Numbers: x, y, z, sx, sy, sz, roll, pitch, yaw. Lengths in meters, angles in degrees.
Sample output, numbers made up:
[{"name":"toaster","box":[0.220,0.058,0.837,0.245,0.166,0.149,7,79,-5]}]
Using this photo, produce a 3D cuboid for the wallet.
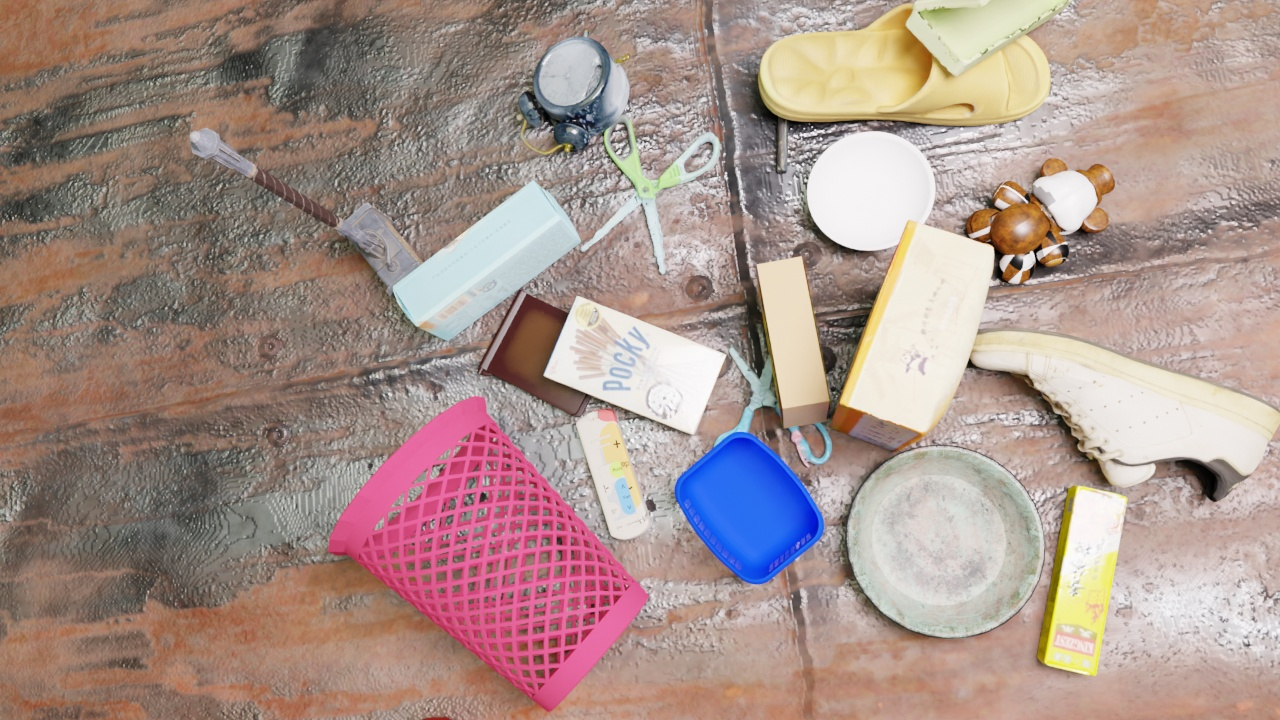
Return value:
[{"name":"wallet","box":[-0.090,-0.006,0.886,0.116,0.018,0.091,26,86,17]}]

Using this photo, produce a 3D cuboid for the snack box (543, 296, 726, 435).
[{"name":"snack box","box":[-0.005,0.005,0.846,0.150,0.026,0.082,21,86,3]}]

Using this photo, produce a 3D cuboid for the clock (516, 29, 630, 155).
[{"name":"clock","box":[-0.068,-0.257,0.901,0.090,0.052,0.129,37,92,24]}]

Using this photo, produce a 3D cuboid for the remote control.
[{"name":"remote control","box":[-0.025,0.105,0.852,0.038,0.018,0.125,-21,75,7]}]

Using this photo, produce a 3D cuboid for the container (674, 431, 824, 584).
[{"name":"container","box":[0.095,0.124,0.795,0.096,0.058,0.114,-41,83,6]}]

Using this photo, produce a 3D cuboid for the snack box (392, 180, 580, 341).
[{"name":"snack box","box":[-0.146,-0.092,0.881,0.175,0.075,0.053,-35,75,4]}]

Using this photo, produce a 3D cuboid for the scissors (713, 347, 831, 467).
[{"name":"scissors","box":[0.106,0.052,0.839,0.126,0.015,0.136,-35,69,3]}]

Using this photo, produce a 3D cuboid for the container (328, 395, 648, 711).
[{"name":"container","box":[-0.118,0.174,0.789,0.226,0.183,0.183,41,90,7]}]

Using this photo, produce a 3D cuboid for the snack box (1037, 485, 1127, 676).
[{"name":"snack box","box":[0.362,0.179,0.753,0.040,0.029,0.148,12,83,14]}]

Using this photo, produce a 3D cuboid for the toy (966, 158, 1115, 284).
[{"name":"toy","box":[0.351,-0.127,0.793,0.112,0.067,0.087,-31,76,-4]}]

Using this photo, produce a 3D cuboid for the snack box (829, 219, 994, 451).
[{"name":"snack box","box":[0.215,-0.008,0.729,0.081,0.195,0.145,21,85,12]}]

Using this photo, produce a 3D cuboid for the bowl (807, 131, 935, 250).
[{"name":"bowl","box":[0.208,-0.147,0.833,0.110,0.040,0.110,-2,80,11]}]

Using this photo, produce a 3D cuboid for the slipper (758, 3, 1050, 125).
[{"name":"slipper","box":[0.239,-0.268,0.819,0.263,0.078,0.099,-3,74,1]}]

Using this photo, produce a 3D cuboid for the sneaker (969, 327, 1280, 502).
[{"name":"sneaker","box":[0.379,0.045,0.749,0.241,0.089,0.102,19,93,10]}]

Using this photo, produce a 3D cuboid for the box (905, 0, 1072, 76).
[{"name":"box","box":[0.309,-0.317,0.789,0.187,0.089,0.078,-36,60,-27]}]

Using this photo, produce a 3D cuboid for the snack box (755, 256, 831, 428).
[{"name":"snack box","box":[0.132,-0.013,0.796,0.040,0.088,0.125,-10,74,7]}]

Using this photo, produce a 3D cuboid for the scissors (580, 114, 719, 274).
[{"name":"scissors","box":[0.010,-0.166,0.891,0.168,0.023,0.171,-15,80,3]}]

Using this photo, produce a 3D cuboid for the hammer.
[{"name":"hammer","box":[-0.275,-0.127,0.785,0.044,0.322,0.098,-42,75,2]}]

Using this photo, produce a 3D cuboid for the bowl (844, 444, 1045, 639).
[{"name":"bowl","box":[0.254,0.151,0.775,0.157,0.038,0.157,-2,80,11]}]

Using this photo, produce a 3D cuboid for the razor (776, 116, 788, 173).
[{"name":"razor","box":[0.136,-0.231,0.874,0.042,0.026,0.106,1,85,10]}]

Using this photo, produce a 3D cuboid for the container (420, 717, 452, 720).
[{"name":"container","box":[-0.184,0.424,0.775,0.148,0.127,0.200,25,76,14]}]
